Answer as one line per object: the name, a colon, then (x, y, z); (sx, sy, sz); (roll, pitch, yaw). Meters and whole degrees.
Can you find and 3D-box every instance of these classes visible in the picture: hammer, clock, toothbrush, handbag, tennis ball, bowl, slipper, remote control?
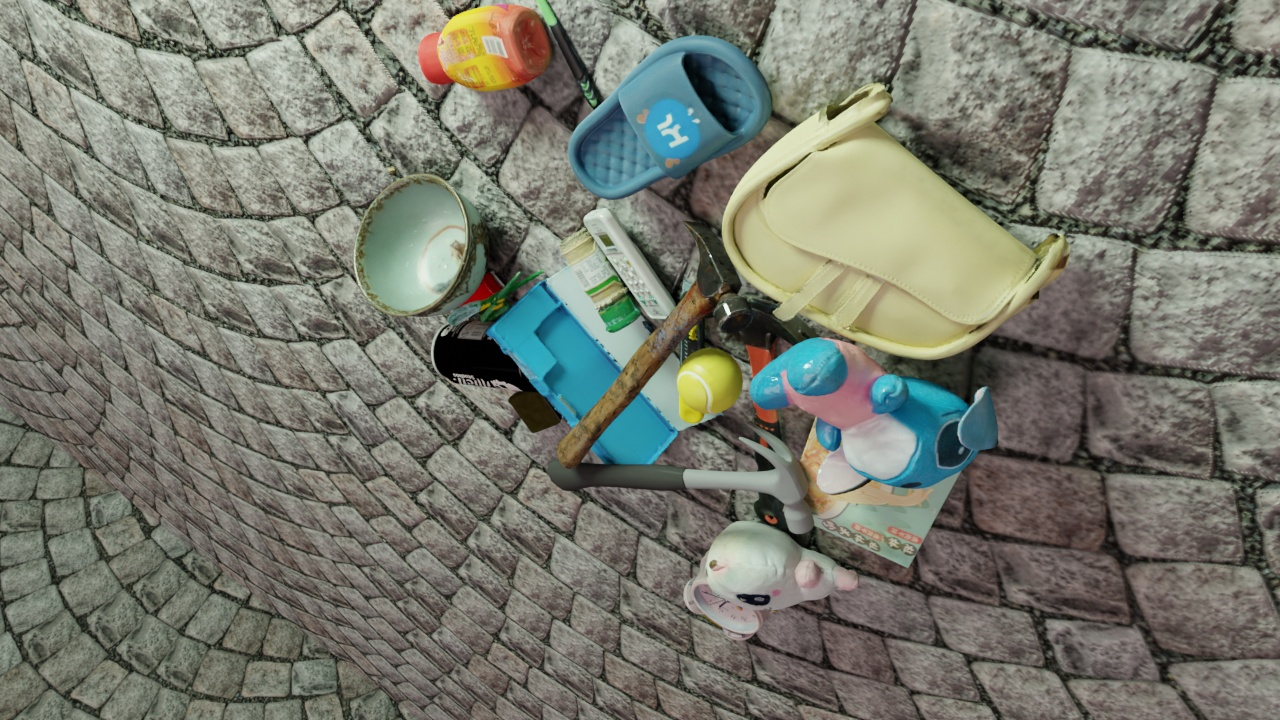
hammer: (0.030, 0.125, 0.996); (0.312, 0.029, 0.125); (-2, 123, 30)
clock: (0.119, 0.315, 1.223); (0.117, 0.058, 0.158); (35, 143, 6)
hammer: (0.136, 0.069, 0.983); (0.133, 0.033, 0.334); (16, 138, 27)
hammer: (-0.005, 0.006, 0.929); (0.331, 0.033, 0.120); (-50, 48, 41)
toothbrush: (-0.052, -0.251, 0.824); (0.014, 0.017, 0.188); (-13, 118, 36)
handbag: (0.188, -0.094, 0.725); (0.233, 0.088, 0.191); (39, 140, 1)
handbag: (-0.166, 0.011, 1.187); (0.084, 0.027, 0.178); (-23, 106, 48)
tennis ball: (0.068, 0.020, 0.907); (0.065, 0.065, 0.065); (23, 140, 21)
bowl: (-0.229, -0.118, 1.028); (0.160, 0.160, 0.093); (16, 179, 28)
slipper: (0.012, -0.199, 0.778); (0.214, 0.059, 0.104); (-19, 111, 42)
remote control: (-0.007, -0.098, 0.932); (0.133, 0.022, 0.050); (55, 161, -19)

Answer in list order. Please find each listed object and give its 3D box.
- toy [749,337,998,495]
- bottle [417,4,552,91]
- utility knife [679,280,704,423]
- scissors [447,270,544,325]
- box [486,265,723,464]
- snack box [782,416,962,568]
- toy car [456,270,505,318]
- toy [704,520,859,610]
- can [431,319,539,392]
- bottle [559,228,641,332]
toy: (0.189, 0.048, 0.786); (0.191, 0.098, 0.225); (27, 156, -10)
bottle: (-0.147, -0.284, 0.842); (0.134, 0.048, 0.071); (5, 131, 37)
utility knife: (0.054, -0.007, 0.966); (0.029, 0.020, 0.174); (5, 123, 12)
scissors: (-0.168, -0.070, 1.040); (0.131, 0.112, 0.012); (-40, 74, 52)
box: (-0.038, 0.014, 1.024); (0.243, 0.113, 0.114); (49, 155, -13)
snack box: (0.233, 0.110, 0.914); (0.141, 0.044, 0.194); (23, 135, 15)
toy car: (-0.198, -0.079, 1.115); (0.090, 0.025, 0.038); (-16, 120, 49)
toy: (0.167, 0.249, 1.087); (0.180, 0.101, 0.139); (8, 162, 11)
can: (-0.175, -0.007, 1.112); (0.146, 0.080, 0.080); (5, 131, 29)
bottle: (-0.043, -0.083, 0.959); (0.043, 0.042, 0.110); (-19, 107, 48)
